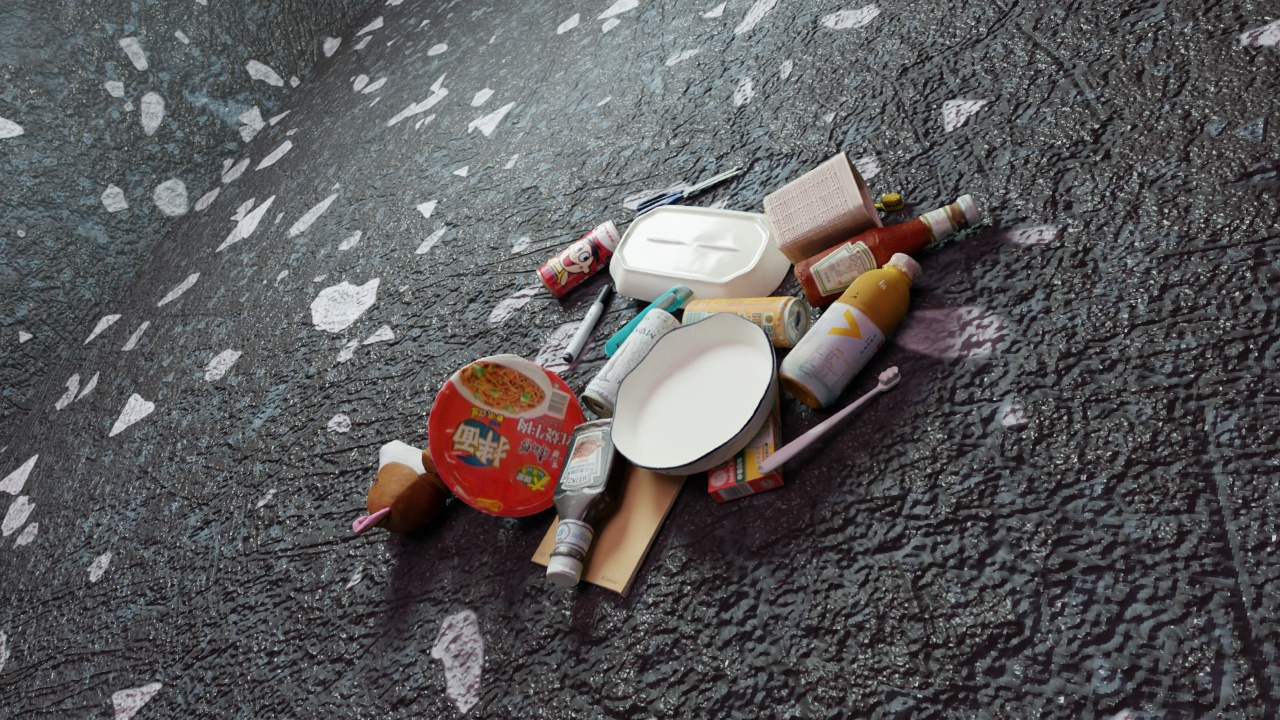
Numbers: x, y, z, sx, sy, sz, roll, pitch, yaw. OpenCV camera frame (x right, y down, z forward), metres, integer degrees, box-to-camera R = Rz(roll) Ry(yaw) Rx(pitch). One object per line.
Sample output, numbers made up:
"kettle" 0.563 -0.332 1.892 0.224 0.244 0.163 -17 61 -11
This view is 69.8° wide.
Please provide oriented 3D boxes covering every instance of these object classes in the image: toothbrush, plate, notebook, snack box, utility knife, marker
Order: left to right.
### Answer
"marker" -0.073 -0.051 1.266 0.023 0.018 0.130 -3 50 48
"notebook" -0.022 0.153 1.035 0.150 0.012 0.211 6 57 44
"utility knife" 0.008 -0.051 1.176 0.152 0.012 0.029 -39 63 26
"plate" 0.070 -0.143 1.195 0.266 0.034 0.161 15 66 36
"plate" 0.062 0.041 1.005 0.205 0.045 0.204 -24 41 23
"snack box" 0.112 0.075 0.989 0.077 0.027 0.155 -21 42 24
"toothbrush" 0.190 0.060 0.924 0.180 0.016 0.016 -34 38 -8
"toothbrush" 0.238 -0.191 1.152 0.190 0.016 0.015 1 53 39

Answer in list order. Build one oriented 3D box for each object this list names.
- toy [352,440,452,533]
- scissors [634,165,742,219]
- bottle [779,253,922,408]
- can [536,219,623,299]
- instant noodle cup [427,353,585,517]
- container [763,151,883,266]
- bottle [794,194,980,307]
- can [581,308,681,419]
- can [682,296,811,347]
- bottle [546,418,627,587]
"toy" -0.274 0.141 1.164 0.130 0.140 0.199 44 93 13
"scissors" 0.067 -0.240 1.330 0.174 0.012 0.124 -6 35 39
"bottle" 0.226 -0.035 0.970 0.189 0.068 0.068 -48 39 -10
"can" -0.083 -0.148 1.338 0.133 0.053 0.053 -34 39 7
"instant noodle cup" -0.162 0.094 1.098 0.193 0.194 0.066 -61 12 -24
"container" 0.215 -0.170 1.081 0.111 0.090 0.090 -24 63 22
"bottle" 0.275 -0.126 1.028 0.206 0.060 0.059 -25 41 14
"can" -0.007 0.007 1.117 0.058 0.058 0.146 17 61 46
"can" 0.122 -0.044 1.070 0.146 0.058 0.058 1 54 39
"bottle" -0.063 0.156 1.023 0.080 0.044 0.194 -14 45 33
